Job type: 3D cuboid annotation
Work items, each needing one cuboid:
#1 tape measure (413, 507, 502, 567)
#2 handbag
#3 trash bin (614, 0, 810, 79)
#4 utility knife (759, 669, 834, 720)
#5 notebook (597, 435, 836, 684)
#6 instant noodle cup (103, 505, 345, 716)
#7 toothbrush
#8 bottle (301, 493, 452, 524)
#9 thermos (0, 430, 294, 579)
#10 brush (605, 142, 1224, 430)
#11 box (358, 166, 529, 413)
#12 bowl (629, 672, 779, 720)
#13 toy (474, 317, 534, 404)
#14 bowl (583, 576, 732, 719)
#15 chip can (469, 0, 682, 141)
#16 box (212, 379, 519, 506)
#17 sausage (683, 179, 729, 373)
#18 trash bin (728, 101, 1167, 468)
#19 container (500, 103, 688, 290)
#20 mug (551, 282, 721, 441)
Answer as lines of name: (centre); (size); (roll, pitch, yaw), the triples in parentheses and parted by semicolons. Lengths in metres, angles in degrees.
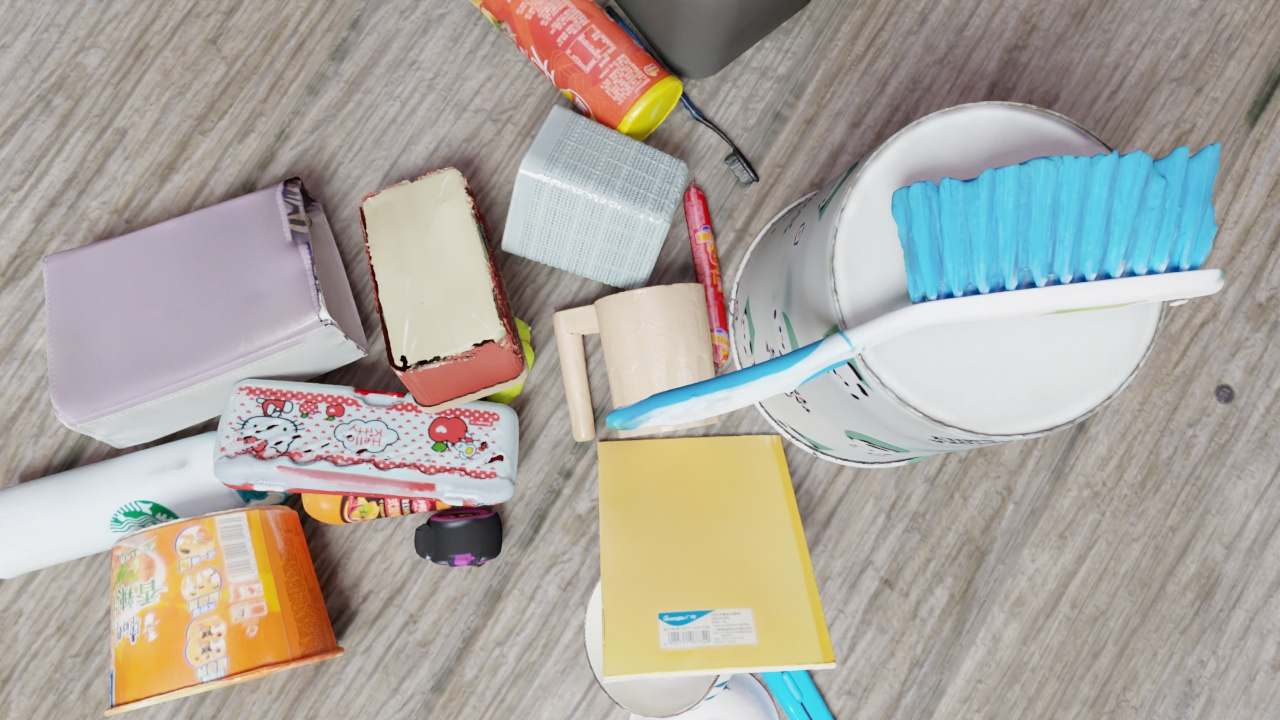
tape measure: (-0.132, 0.133, 0.682); (0.058, 0.057, 0.039); (-3, 91, 12)
handbag: (-0.317, -0.037, 0.672); (0.197, 0.098, 0.145); (-20, 72, -2)
trash bin: (0.054, -0.331, 0.644); (0.199, 0.220, 0.198); (-38, 88, -4)
utility knife: (0.129, 0.269, 0.696); (0.034, 0.018, 0.185); (-31, 88, -4)
notebook: (0.043, 0.126, 0.638); (0.146, 0.206, 0.010); (-3, 129, -2)
instant noodle cup: (-0.292, 0.169, 0.637); (0.151, 0.151, 0.111); (-14, 78, -3)
toothbrush: (0.031, -0.212, 0.737); (0.016, 0.014, 0.189); (-41, 86, 19)
bottle: (-0.172, 0.088, 0.686); (0.149, 0.067, 0.066); (0, 85, -8)
thermos: (-0.360, 0.100, 0.674); (0.224, 0.073, 0.073); (-15, 86, -3)
brush: (0.134, -0.035, 0.454); (0.314, 0.060, 0.109); (-6, 90, 1)
box: (-0.142, -0.058, 0.654); (0.091, 0.077, 0.168); (-19, 58, -3)
bowl: (0.049, 0.286, 0.670); (0.118, 0.065, 0.118); (0, 86, -1)
toy: (-0.122, 0.008, 0.706); (0.100, 0.031, 0.096); (-30, 86, 1)
bowl: (0.024, 0.195, 0.666); (0.117, 0.066, 0.116); (-8, 74, 29)
chip can: (-0.067, -0.260, 0.709); (0.216, 0.073, 0.073); (45, 86, 2)
box: (-0.185, 0.059, 0.636); (0.201, 0.048, 0.086); (6, 49, -13)
sausage: (0.053, -0.067, 0.722); (0.020, 0.020, 0.156); (-9, 86, -2)
trash bin: (0.185, -0.040, 0.606); (0.229, 0.252, 0.229); (0, 86, -1)
container: (-0.032, -0.116, 0.678); (0.111, 0.090, 0.089); (20, 48, -2)
mug: (-0.004, 0.004, 0.691); (0.125, 0.084, 0.103); (-10, 86, 22)
